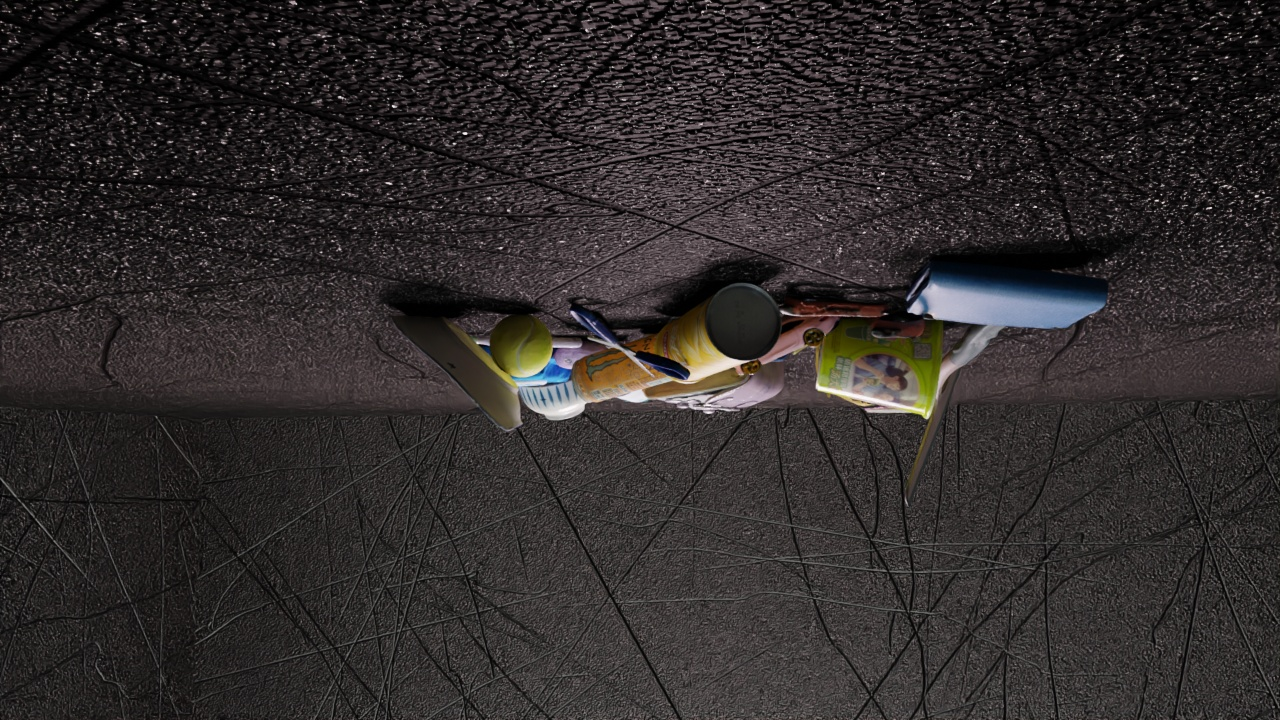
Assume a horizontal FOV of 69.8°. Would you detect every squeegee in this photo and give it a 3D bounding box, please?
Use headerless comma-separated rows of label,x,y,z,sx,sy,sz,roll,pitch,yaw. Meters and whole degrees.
squeegee,0.345,0.002,0.984,0.040,0.247,0.250,25,152,12

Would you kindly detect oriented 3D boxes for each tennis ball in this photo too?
tennis ball,-0.124,-0.015,0.951,0.065,0.065,0.065,-1,174,0

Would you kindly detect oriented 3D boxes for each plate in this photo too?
plate,-0.177,0.004,0.954,0.163,0.034,0.164,44,178,-1

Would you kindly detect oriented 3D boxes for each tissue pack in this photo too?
tissue pack,-0.173,0.009,1.248,0.157,0.052,0.095,-3,174,21

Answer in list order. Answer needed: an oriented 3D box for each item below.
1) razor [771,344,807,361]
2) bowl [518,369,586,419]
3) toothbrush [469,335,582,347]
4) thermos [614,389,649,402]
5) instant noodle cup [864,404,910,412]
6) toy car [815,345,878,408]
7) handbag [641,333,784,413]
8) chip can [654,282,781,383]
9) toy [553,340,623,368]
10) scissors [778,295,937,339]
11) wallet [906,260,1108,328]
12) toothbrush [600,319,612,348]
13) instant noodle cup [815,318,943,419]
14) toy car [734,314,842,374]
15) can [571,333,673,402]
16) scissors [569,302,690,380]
razor,0.224,-0.026,1.105,0.143,0.022,0.042,-10,-157,37
bowl,-0.116,0.045,1.331,0.116,0.066,0.116,-11,-162,3
toothbrush,-0.165,-0.021,1.124,0.189,0.029,0.021,0,137,-13
thermos,-0.017,0.030,1.390,0.073,0.073,0.224,-1,174,9
instant noodle cup,0.318,0.014,1.131,0.111,0.099,0.111,-1,173,0
toy car,0.248,0.014,1.121,0.041,0.071,0.156,-8,-169,-14
handbag,0.098,0.017,1.181,0.145,0.098,0.196,-8,172,19
chip can,0.069,-0.022,0.887,0.072,0.072,0.214,1,173,-11
toy,-0.058,-0.005,1.185,0.108,0.039,0.084,-1,168,-3
scissors,0.232,-0.042,0.838,0.189,0.015,0.226,10,-166,23
wallet,0.289,-0.054,0.737,0.133,0.040,0.106,8,174,8
toothbrush,-0.042,-0.030,1.041,0.016,0.018,0.191,16,176,6
instant noodle cup,0.254,-0.001,0.989,0.123,0.111,0.111,7,176,11
toy car,0.143,-0.024,0.912,0.123,0.037,0.056,-27,-172,28
can,-0.006,0.006,1.082,0.146,0.058,0.058,-17,167,26
scissors,-0.017,-0.014,0.935,0.162,0.012,0.173,36,170,-35
